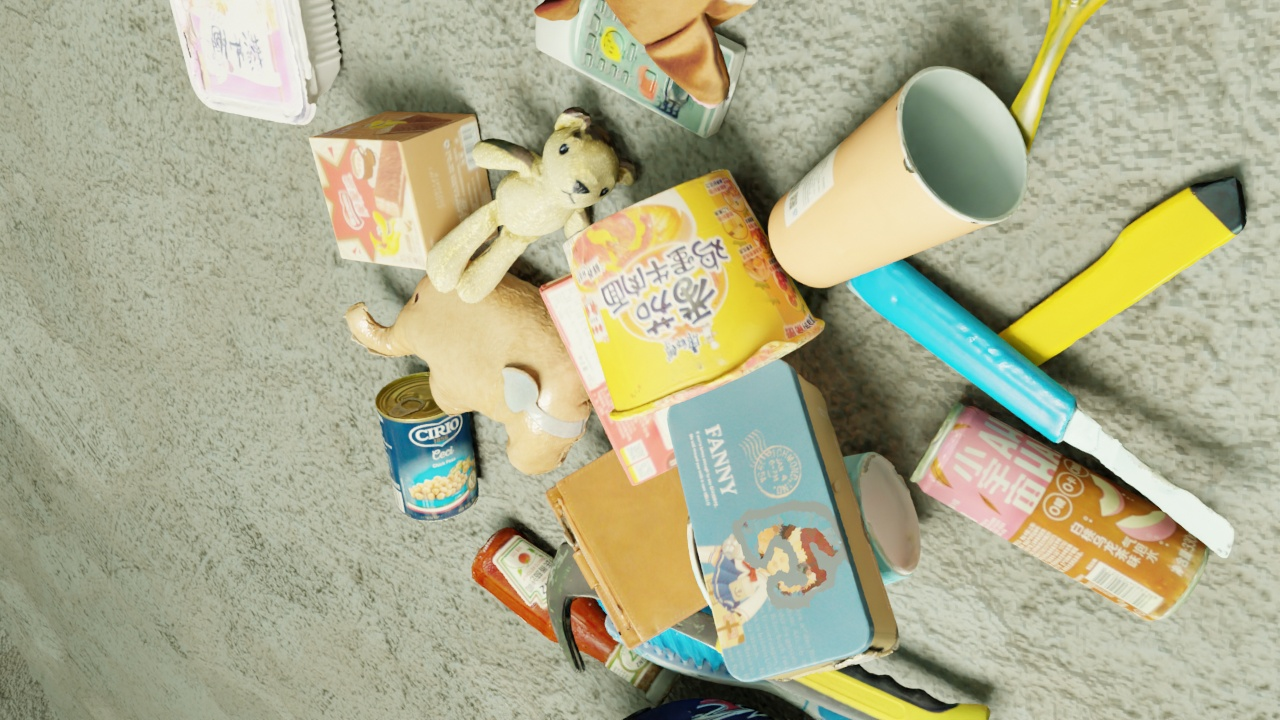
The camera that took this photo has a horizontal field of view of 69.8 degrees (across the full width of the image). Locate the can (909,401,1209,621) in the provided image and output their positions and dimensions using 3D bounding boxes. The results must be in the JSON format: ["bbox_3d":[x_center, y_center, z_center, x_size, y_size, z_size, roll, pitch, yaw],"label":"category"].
[{"bbox_3d":[0.230,0.082,0.513,0.147,0.057,0.058,31,130,17],"label":"can"}]

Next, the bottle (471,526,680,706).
[{"bbox_3d":[-0.057,0.227,0.809,0.206,0.059,0.060,34,131,15],"label":"bottle"}]

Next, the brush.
[{"bbox_3d":[0.102,0.237,0.708,0.315,0.060,0.110,12,128,27],"label":"brush"}]

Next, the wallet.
[{"bbox_3d":[0.004,0.126,0.662,0.131,0.108,0.031,58,179,17],"label":"wallet"}]

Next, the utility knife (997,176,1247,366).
[{"bbox_3d":[0.232,-0.036,0.470,0.033,0.015,0.164,52,135,9],"label":"utility knife"}]

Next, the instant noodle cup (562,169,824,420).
[{"bbox_3d":[0.025,-0.042,0.544,0.138,0.137,0.110,-20,95,42],"label":"instant noodle cup"}]

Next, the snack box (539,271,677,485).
[{"bbox_3d":[-0.004,0.004,0.628,0.153,0.075,0.025,65,176,-14],"label":"snack box"}]

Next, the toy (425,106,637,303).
[{"bbox_3d":[-0.077,-0.096,0.606,0.157,0.066,0.105,-37,121,22],"label":"toy"}]

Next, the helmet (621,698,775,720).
[{"bbox_3d":[0.035,0.374,0.674,0.240,0.315,0.247,-45,58,3],"label":"helmet"}]

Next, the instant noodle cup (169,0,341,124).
[{"bbox_3d":[-0.280,-0.270,0.671,0.138,0.060,0.174,17,126,28],"label":"instant noodle cup"}]

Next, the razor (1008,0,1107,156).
[{"bbox_3d":[0.190,-0.131,0.438,0.043,0.028,0.133,26,130,17],"label":"razor"}]

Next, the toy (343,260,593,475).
[{"bbox_3d":[-0.128,-0.011,0.702,0.226,0.082,0.144,31,112,22],"label":"toy"}]

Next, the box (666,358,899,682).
[{"bbox_3d":[0.078,0.086,0.527,0.090,0.061,0.184,-27,65,23],"label":"box"}]

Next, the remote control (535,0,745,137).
[{"bbox_3d":[-0.004,-0.187,0.547,0.135,0.019,0.056,33,131,16],"label":"remote control"}]

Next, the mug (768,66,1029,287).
[{"bbox_3d":[0.122,-0.084,0.469,0.078,0.078,0.123,54,150,-4],"label":"mug"}]

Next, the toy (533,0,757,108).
[{"bbox_3d":[-0.002,-0.227,0.460,0.199,0.130,0.140,46,139,34],"label":"toy"}]

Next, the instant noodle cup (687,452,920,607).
[{"bbox_3d":[0.109,0.112,0.592,0.121,0.111,0.111,-23,101,35],"label":"instant noodle cup"}]

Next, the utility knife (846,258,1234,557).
[{"bbox_3d":[0.209,0.019,0.490,0.236,0.018,0.034,43,131,22],"label":"utility knife"}]

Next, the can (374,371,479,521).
[{"bbox_3d":[-0.183,0.076,0.797,0.075,0.075,0.111,16,125,28],"label":"can"}]

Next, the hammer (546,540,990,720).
[{"bbox_3d":[0.079,0.208,0.654,0.323,0.126,0.032,19,165,18],"label":"hammer"}]

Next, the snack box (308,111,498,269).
[{"bbox_3d":[-0.170,-0.125,0.665,0.094,0.076,0.093,11,122,31],"label":"snack box"}]
